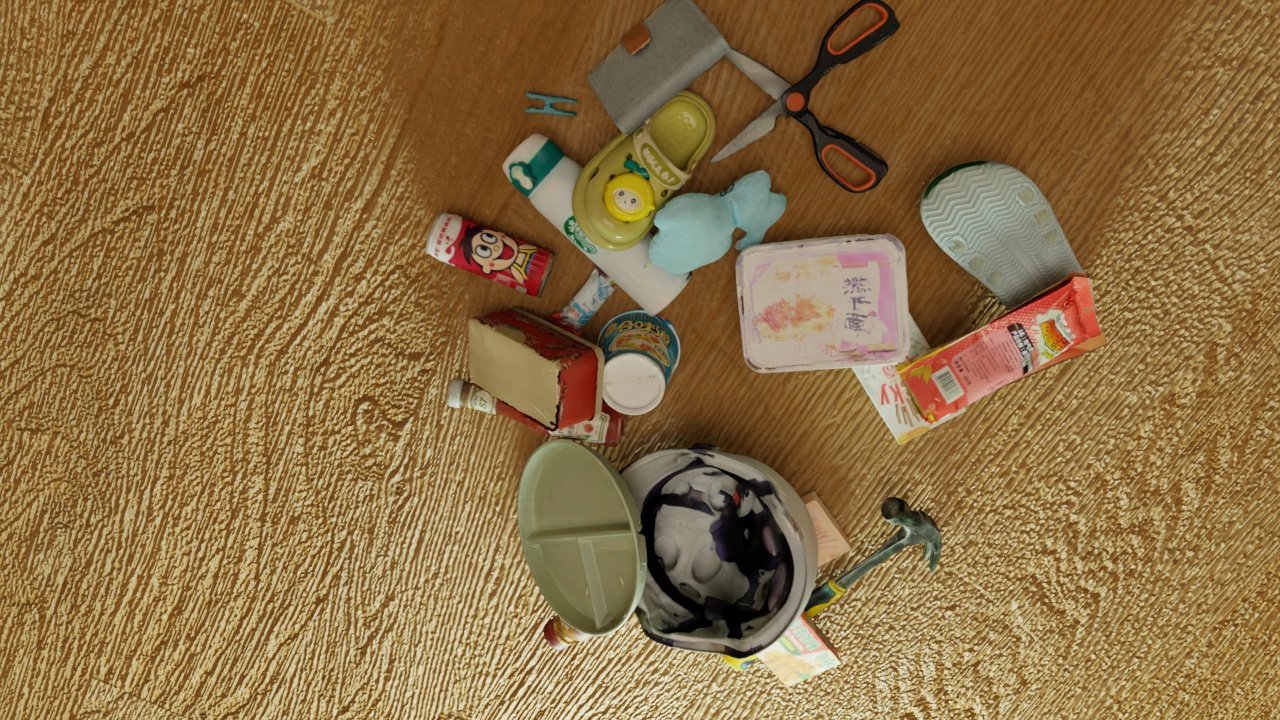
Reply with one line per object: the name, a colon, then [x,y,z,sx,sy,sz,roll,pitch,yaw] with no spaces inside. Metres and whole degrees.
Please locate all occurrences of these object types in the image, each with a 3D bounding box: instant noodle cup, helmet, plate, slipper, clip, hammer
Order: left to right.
clip: [-0.093,-0.267,0.957,0.057,0.014,0.046,8,110,0]
plate: [-0.069,0.201,1.058,0.231,0.027,0.230,12,106,47]
instant noodle cup: [-0.006,0.006,1.007,0.099,0.109,0.099,2,111,4]
slipper: [0.009,-0.197,0.911,0.091,0.082,0.190,40,80,-10]
helmet: [0.090,0.207,1.047,0.259,0.145,0.229,8,92,35]
instant noodle cup: [0.193,-0.062,0.978,0.173,0.060,0.138,-4,98,11]
hammer: [0.231,0.289,1.129,0.126,0.031,0.324,33,116,-30]
slipper: [0.382,-0.120,0.951,0.104,0.074,0.245,-41,119,19]

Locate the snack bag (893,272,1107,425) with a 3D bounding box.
snack bag: [0.376,-0.008,0.958,0.208,0.073,0.128,-29,136,14]

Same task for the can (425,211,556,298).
can: [-0.162,-0.116,1.000,0.132,0.053,0.053,21,111,-4]

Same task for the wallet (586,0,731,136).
wallet: [0.011,-0.295,0.898,0.130,0.106,0.037,-38,144,14]

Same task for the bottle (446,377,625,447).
bottle: [-0.119,0.055,1.060,0.206,0.059,0.060,11,112,0]

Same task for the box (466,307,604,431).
box: [-0.122,0.007,0.984,0.168,0.077,0.091,25,120,42]

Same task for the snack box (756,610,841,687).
snack box: [0.180,0.343,1.125,0.077,0.027,0.156,-30,127,12]

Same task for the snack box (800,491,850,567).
snack box: [0.169,0.233,1.127,0.157,0.026,0.084,-33,105,15]

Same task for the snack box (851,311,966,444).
snack box: [0.291,0.012,1.032,0.085,0.026,0.157,-31,105,15]

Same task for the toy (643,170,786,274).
toy: [0.073,-0.136,0.938,0.156,0.161,0.050,-44,58,8]

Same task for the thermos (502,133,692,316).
thermos: [-0.048,-0.144,0.969,0.224,0.073,0.073,42,108,-12]

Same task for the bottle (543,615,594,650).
bottle: [-0.047,0.304,1.154,0.175,0.057,0.057,-38,104,16]

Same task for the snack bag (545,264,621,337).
snack bag: [-0.060,-0.066,1.027,0.048,0.026,0.104,39,109,-20]

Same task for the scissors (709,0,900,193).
scissors: [0.172,-0.257,0.925,0.230,0.021,0.221,-37,110,8]
